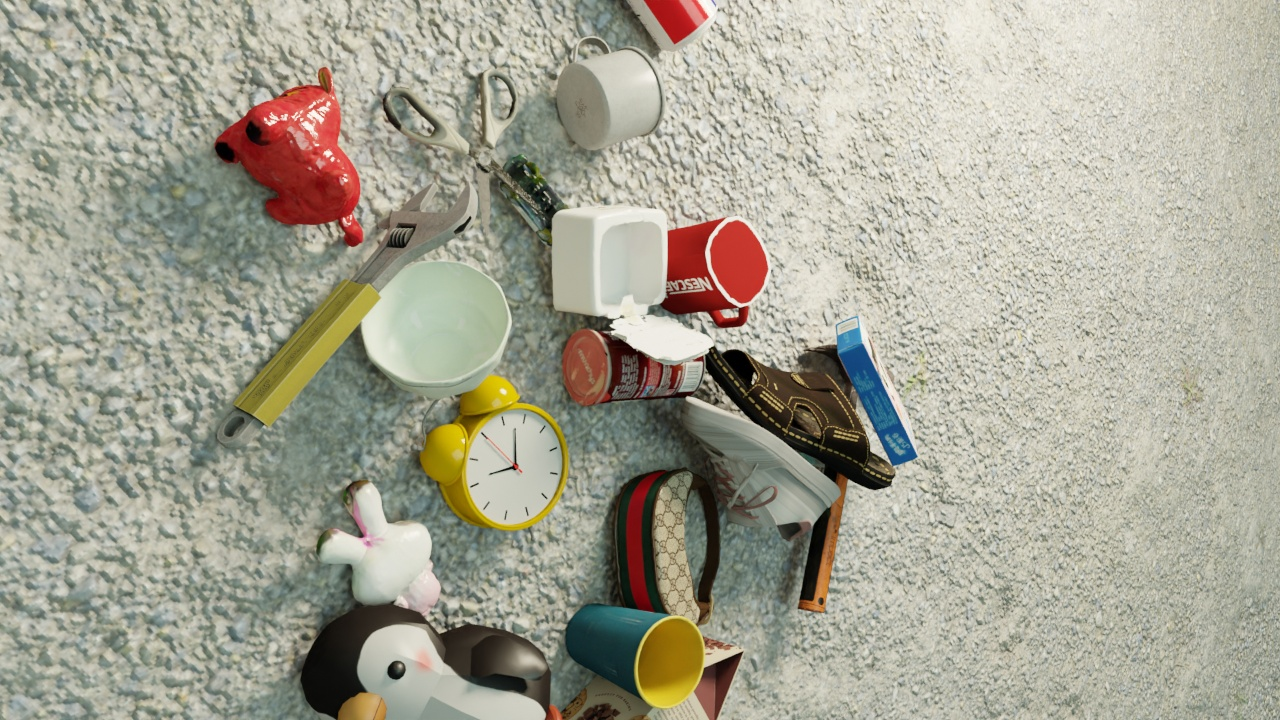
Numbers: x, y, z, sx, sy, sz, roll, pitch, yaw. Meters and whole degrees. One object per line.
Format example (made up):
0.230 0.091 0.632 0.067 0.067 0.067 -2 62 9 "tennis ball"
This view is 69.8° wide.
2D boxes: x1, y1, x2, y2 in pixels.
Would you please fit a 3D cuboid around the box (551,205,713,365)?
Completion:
0.000 -0.060 0.830 0.107 0.132 0.152 -14 109 -45 "box"

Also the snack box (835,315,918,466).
0.264 0.034 1.029 0.154 0.033 0.087 61 20 -16 "snack box"

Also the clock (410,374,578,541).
-0.124 0.081 0.790 0.152 0.052 0.113 51 60 -29 "clock"

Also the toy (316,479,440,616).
-0.205 0.158 0.733 0.122 0.038 0.079 54 47 -23 "toy"

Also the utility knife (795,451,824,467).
0.176 0.114 1.046 0.141 0.015 0.022 11 80 -40 "utility knife"

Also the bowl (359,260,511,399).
-0.162 -0.018 0.743 0.117 0.061 0.117 2 61 -3 "bowl"

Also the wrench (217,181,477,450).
-0.224 -0.041 0.707 0.272 0.084 0.018 -55 143 -19 "wrench"

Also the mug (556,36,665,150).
-0.036 -0.255 0.858 0.070 0.085 0.113 -27 76 -33 "mug"

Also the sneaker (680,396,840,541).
0.110 0.121 0.927 0.236 0.099 0.089 36 81 -36 "sneaker"

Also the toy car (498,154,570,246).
-0.096 -0.144 0.833 0.090 0.027 0.038 51 61 -22 "toy car"

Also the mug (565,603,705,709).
-0.011 0.259 0.827 0.078 0.122 0.078 2 86 -38 "mug"

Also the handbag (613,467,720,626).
0.038 0.191 0.910 0.138 0.063 0.166 3 79 -49 "handbag"

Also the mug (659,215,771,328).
0.074 -0.081 0.920 0.080 0.097 0.116 -49 117 -29 "mug"

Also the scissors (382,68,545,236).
-0.142 -0.190 0.792 0.171 0.013 0.157 31 61 -21 "scissors"

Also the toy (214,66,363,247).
-0.238 -0.150 0.698 0.133 0.088 0.093 59 38 -35 "toy"

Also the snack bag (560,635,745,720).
0.002 0.329 0.851 0.205 0.095 0.070 -39 111 -32 "snack bag"

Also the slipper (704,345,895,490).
0.175 0.050 0.957 0.267 0.113 0.076 31 101 -23 "slipper"

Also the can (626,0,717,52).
0.014 -0.376 0.900 0.132 0.070 0.070 49 61 -26 "can"

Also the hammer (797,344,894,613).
0.216 0.128 1.049 0.137 0.035 0.313 29 67 -33 "hammer"

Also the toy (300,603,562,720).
-0.170 0.250 0.717 0.184 0.140 0.159 32 111 -23 "toy"

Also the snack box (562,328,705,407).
-0.005 0.005 0.873 0.121 0.072 0.072 -2 90 -39 "snack box"
